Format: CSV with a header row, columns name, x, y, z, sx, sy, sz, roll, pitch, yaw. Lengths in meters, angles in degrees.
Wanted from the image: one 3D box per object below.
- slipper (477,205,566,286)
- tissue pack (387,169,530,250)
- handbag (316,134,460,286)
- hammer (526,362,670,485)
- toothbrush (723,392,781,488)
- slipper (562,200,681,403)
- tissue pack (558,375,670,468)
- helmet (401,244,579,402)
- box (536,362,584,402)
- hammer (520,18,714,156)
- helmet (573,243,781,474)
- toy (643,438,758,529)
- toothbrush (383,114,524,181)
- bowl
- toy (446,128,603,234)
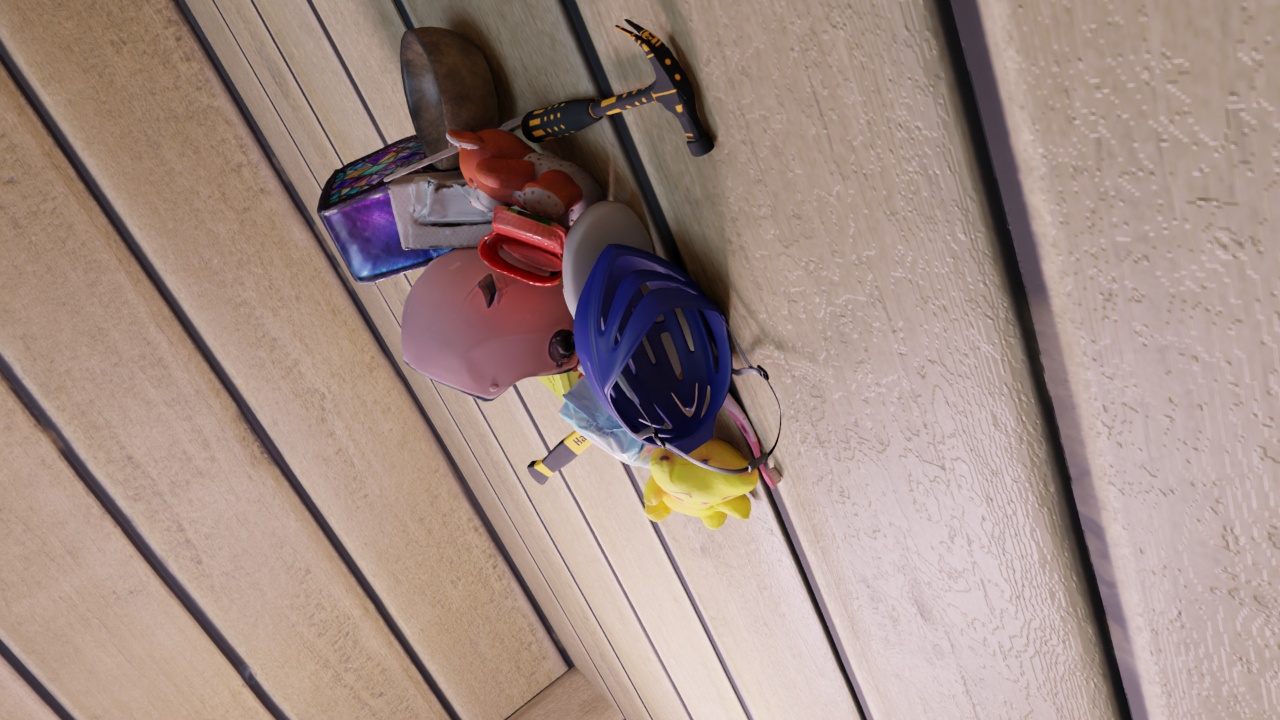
name,x,y,z,sx,sy,sz,roll,pitch,yaw
slipper,-0.126,-0.117,1.011,0.103,0.059,0.249,18,177,-2
tissue pack,-0.220,-0.190,1.140,0.071,0.181,0.104,-74,-18,-56
handbag,-0.319,-0.220,1.277,0.204,0.222,0.125,-111,0,-59
hammer,-0.080,0.113,1.322,0.170,0.033,0.326,43,138,-6
toothbrush,0.121,0.083,1.027,0.135,0.016,0.022,61,159,-5
slipper,-0.031,-0.064,1.021,0.081,0.112,0.266,33,156,45
tissue pack,-0.027,0.080,1.114,0.112,0.070,0.182,33,179,15
helmet,-0.188,-0.073,1.188,0.230,0.254,0.153,29,131,45
box,-0.153,-0.046,1.359,0.221,0.081,0.124,42,156,37
hammer,-0.044,-0.242,0.876,0.321,0.036,0.123,14,140,60
helmet,0.038,0.009,0.899,0.228,0.147,0.242,37,154,52
toy,0.075,0.145,1.125,0.134,0.087,0.194,9,157,1
toothbrush,-0.207,-0.238,1.040,0.010,0.181,0.010,57,164,19
bowl,-0.224,-0.313,1.087,0.162,0.070,0.162,47,147,44
toy,-0.128,-0.191,0.999,0.172,0.093,0.163,31,-175,17
